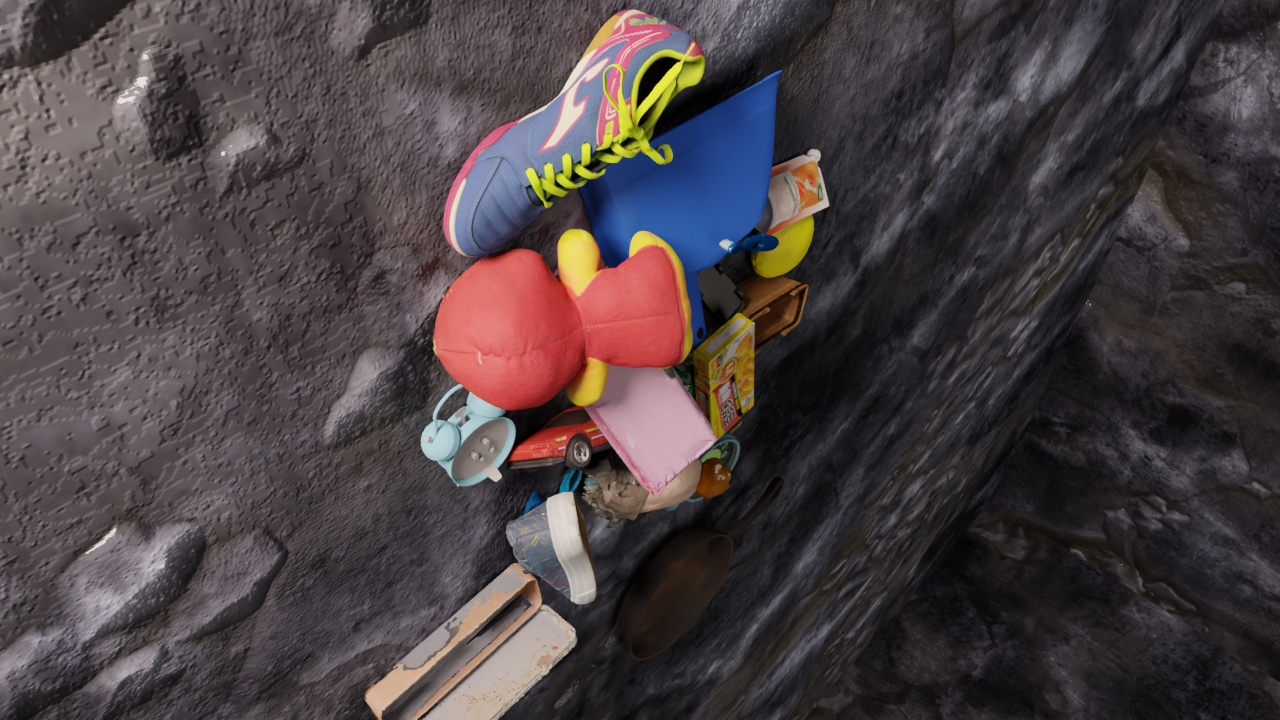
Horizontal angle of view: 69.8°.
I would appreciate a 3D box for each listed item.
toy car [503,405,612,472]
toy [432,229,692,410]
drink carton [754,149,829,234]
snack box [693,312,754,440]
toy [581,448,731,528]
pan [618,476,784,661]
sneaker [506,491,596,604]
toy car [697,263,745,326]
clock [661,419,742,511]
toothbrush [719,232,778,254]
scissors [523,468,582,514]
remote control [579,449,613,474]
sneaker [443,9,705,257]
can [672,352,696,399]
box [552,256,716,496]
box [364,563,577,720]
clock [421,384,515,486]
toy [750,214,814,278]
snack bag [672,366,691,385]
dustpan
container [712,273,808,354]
[{"bbox_3d":[-0.053,0.074,0.927,0.188,0.082,0.056,-17,94,-49],"label":"toy car"},{"bbox_3d":[-0.059,-0.031,0.744,0.216,0.099,0.147,-13,95,-24],"label":"toy"},{"bbox_3d":[0.167,-0.188,1.016,0.122,0.039,0.069,-28,107,-37],"label":"drink carton"},{"bbox_3d":[0.095,0.022,1.028,0.075,0.025,0.152,-40,148,-24],"label":"snack box"},{"bbox_3d":[0.021,0.133,1.055,0.175,0.076,0.133,1,147,-18],"label":"toy"},{"bbox_3d":[0.093,0.300,1.395,0.355,0.043,0.249,-45,149,-18],"label":"pan"},{"bbox_3d":[-0.095,0.207,0.999,0.079,0.087,0.236,-11,151,-4],"label":"sneaker"},{"bbox_3d":[0.079,-0.077,1.007,0.042,0.036,0.091,-49,126,-6],"label":"toy car"},{"bbox_3d":[0.059,0.130,1.163,0.161,0.060,0.118,-25,140,-36],"label":"clock"},{"bbox_3d":[0.110,-0.115,0.908,0.132,0.016,0.021,-17,137,-61],"label":"toothbrush"},{"bbox_3d":[-0.107,0.175,1.019,0.103,0.015,0.134,-21,140,-50],"label":"scissors"},{"bbox_3d":[-0.047,0.105,0.955,0.039,0.010,0.125,-12,-179,-5],"label":"remote control"},{"bbox_3d":[-0.046,-0.164,0.686,0.241,0.091,0.116,-50,152,-9],"label":"sneaker"},{"bbox_3d":[0.061,0.018,1.059,0.101,0.053,0.053,-11,128,-51],"label":"can"},{"bbox_3d":[-0.016,0.017,0.846,0.097,0.046,0.233,-43,117,-21],"label":"box"},{"bbox_3d":[-0.185,0.323,0.991,0.215,0.095,0.108,-38,122,-26],"label":"box"},{"bbox_3d":[-0.150,0.064,0.812,0.087,0.042,0.123,-41,149,-23],"label":"clock"},{"bbox_3d":[0.165,-0.139,1.066,0.094,0.041,0.096,-2,122,-48],"label":"toy"},{"bbox_3d":[-0.005,0.005,0.918,0.155,0.044,0.087,13,78,-41],"label":"snack bag"},{"bbox_3d":[0.053,-0.119,0.893,0.244,0.059,0.258,-35,131,-31],"label":"dustpan"},{"bbox_3d":[0.138,-0.059,1.085,0.113,0.061,0.063,-31,143,-36],"label":"container"}]
